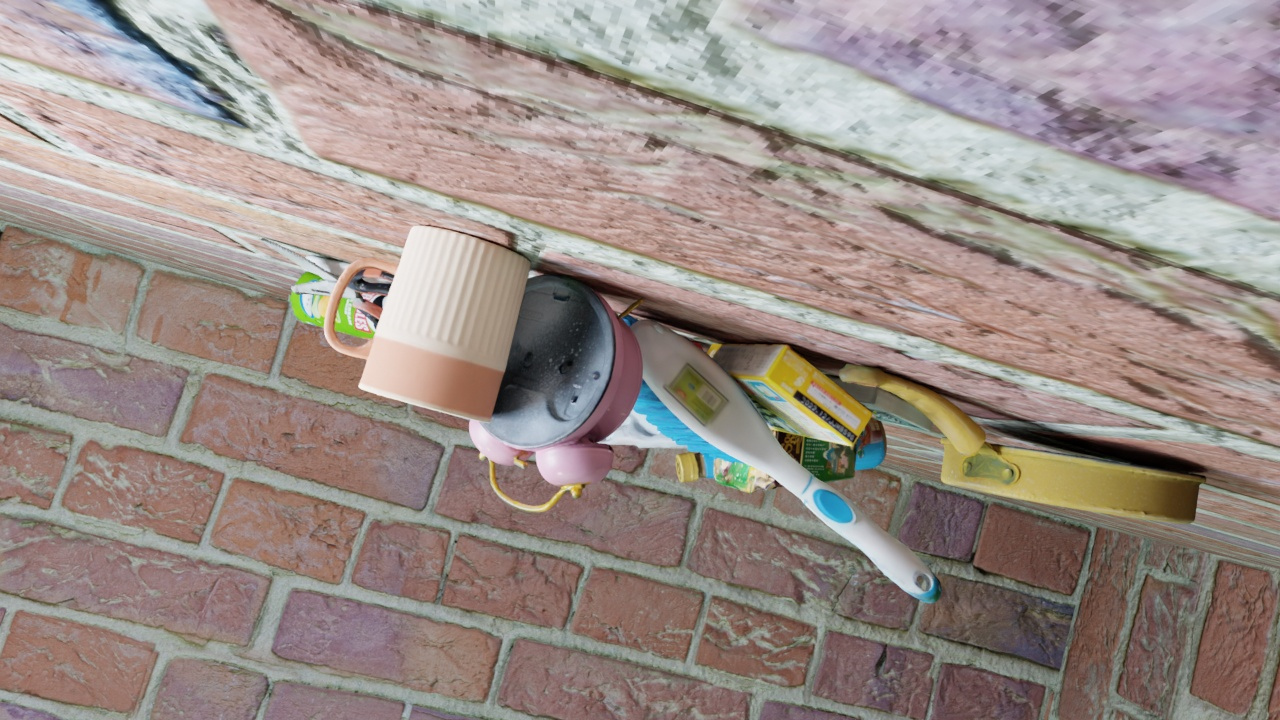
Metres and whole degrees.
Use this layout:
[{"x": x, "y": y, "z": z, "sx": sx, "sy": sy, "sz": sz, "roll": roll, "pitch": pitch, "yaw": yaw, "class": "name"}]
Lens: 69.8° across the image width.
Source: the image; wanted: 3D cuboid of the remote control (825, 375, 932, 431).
[{"x": 0.205, "y": 0.039, "z": 0.800, "sx": 0.056, "sy": 0.019, "sz": 0.135, "roll": 13, "pitch": 175, "yaw": 39, "class": "remote control"}]

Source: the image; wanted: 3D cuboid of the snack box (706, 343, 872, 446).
[{"x": 0.105, "y": 0.024, "z": 0.705, "sx": 0.087, "sy": 0.033, "sz": 0.140, "roll": 37, "pitch": 169, "yaw": -15, "class": "snack box"}]

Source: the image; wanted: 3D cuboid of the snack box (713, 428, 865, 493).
[{"x": 0.143, "y": 0.069, "z": 0.882, "sx": 0.105, "sy": 0.118, "sz": 0.118, "roll": 6, "pitch": 180, "yaw": -21, "class": "snack box"}]

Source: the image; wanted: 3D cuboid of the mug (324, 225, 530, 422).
[{"x": -0.135, "y": -0.026, "z": 0.574, "sx": 0.114, "sy": 0.106, "sz": 0.082, "roll": 16, "pitch": 176, "yaw": -11, "class": "mug"}]

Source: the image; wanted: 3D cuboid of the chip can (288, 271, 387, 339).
[{"x": -0.320, "y": -0.059, "z": 1.087, "sx": 0.236, "sy": 0.072, "sz": 0.072, "roll": 13, "pitch": 176, "yaw": 36, "class": "chip can"}]

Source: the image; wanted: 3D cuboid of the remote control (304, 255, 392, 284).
[{"x": -0.290, "y": -0.086, "z": 0.963, "sx": 0.136, "sy": 0.020, "sz": 0.055, "roll": 13, "pitch": 176, "yaw": 26, "class": "remote control"}]

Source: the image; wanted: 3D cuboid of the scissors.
[{"x": -0.286, "y": -0.068, "z": 0.932, "sx": 0.222, "sy": 0.015, "sz": 0.189, "roll": 34, "pitch": 152, "yaw": -12, "class": "scissors"}]

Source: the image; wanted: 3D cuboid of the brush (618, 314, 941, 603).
[{"x": 0.096, "y": 0.076, "z": 0.699, "sx": 0.314, "sy": 0.060, "sz": 0.110, "roll": 43, "pitch": 166, "yaw": -14, "class": "brush"}]

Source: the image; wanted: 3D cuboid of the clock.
[{"x": -0.060, "y": 0.024, "z": 0.618, "sx": 0.117, "sy": 0.158, "sz": 0.059, "roll": 14, "pitch": 174, "yaw": 31, "class": "clock"}]

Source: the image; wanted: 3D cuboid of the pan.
[{"x": 0.284, "y": 0.066, "z": 0.715, "sx": 0.356, "sy": 0.078, "sz": 0.198, "roll": 10, "pitch": 177, "yaw": -31, "class": "pan"}]

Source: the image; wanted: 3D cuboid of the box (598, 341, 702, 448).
[{"x": -0.032, "y": 0.037, "z": 0.825, "sx": 0.202, "sy": 0.102, "sz": 0.095, "roll": -1, "pitch": -170, "yaw": 35, "class": "box"}]

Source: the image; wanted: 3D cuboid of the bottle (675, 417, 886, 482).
[{"x": 0.146, "y": 0.097, "z": 0.961, "sx": 0.218, "sy": 0.065, "sz": 0.065, "roll": -8, "pitch": -179, "yaw": -10, "class": "bottle"}]

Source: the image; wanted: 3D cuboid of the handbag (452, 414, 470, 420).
[{"x": -0.152, "y": 0.015, "z": 1.064, "sx": 0.145, "sy": 0.098, "sz": 0.197, "roll": 27, "pitch": -172, "yaw": -12, "class": "handbag"}]
